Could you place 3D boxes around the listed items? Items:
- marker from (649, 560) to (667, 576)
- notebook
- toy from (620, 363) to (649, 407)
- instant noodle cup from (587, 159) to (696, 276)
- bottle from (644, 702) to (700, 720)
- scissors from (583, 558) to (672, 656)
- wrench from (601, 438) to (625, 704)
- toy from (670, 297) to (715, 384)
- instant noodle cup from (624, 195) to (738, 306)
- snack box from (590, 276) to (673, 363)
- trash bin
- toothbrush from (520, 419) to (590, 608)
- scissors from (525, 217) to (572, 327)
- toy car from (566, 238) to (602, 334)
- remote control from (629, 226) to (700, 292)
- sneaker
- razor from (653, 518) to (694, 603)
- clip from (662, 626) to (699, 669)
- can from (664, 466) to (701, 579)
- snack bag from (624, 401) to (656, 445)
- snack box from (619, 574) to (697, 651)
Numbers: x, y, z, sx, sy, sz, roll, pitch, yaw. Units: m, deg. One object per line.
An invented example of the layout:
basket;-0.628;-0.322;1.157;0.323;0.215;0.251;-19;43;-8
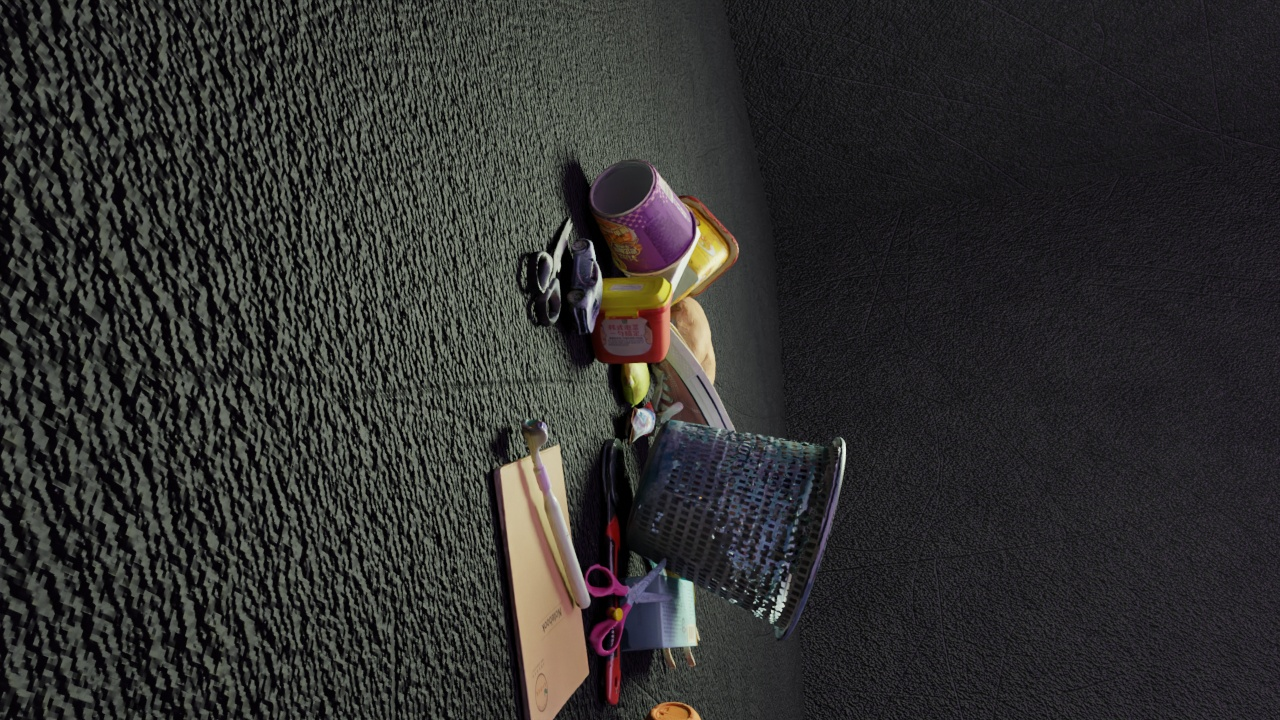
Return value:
marker;0.027;0.268;1.123;0.016;0.017;0.146;-80;159;-50
notebook;-0.078;0.180;0.750;0.147;0.008;0.207;-10;92;-77
toy;-0.006;0.006;1.086;0.096;0.031;0.100;39;45;-74
instant noodle cup;-0.004;-0.167;1.045;0.099;0.112;0.111;49;36;-51
bottle;0.036;0.449;0.989;0.066;0.067;0.149;-34;124;-75
scissors;-0.013;0.222;0.891;0.135;0.017;0.108;-36;108;-47
wrench;-0.029;0.203;0.928;0.056;0.016;0.272;60;26;-58
toy;0.067;-0.001;1.313;0.226;0.082;0.143;68;23;-58
instant noodle cup;0.046;-0.132;1.181;0.116;0.116;0.123;46;34;-4
snack box;-0.011;-0.041;0.970;0.081;0.091;0.080;-69;156;-63
trash bin;0.094;0.164;0.998;0.226;0.195;0.226;19;88;-83
toothbrush;-0.067;0.132;0.759;0.020;0.029;0.190;-29;121;-30
scissors;-0.080;-0.088;0.876;0.175;0.014;0.133;5;78;-79
toy car;-0.054;-0.075;0.912;0.049;0.031;0.105;85;5;-56
remote control;0.018;-0.099;1.069;0.149;0.058;0.021;-64;147;-19
sneaker;0.051;0.052;1.166;0.241;0.088;0.118;60;2;-22
razor;0.045;0.253;1.115;0.132;0.028;0.043;70;-13;-13
clip;0.043;0.336;1.121;0.102;0.035;0.094;63;22;-44
can;0.051;0.205;1.169;0.058;0.058;0.146;23;62;-75
snack bag;-0.001;0.073;1.083;0.105;0.026;0.045;-7;109;-77
snack box;0.020;0.279;1.012;0.175;0.052;0.074;47;36;-68
